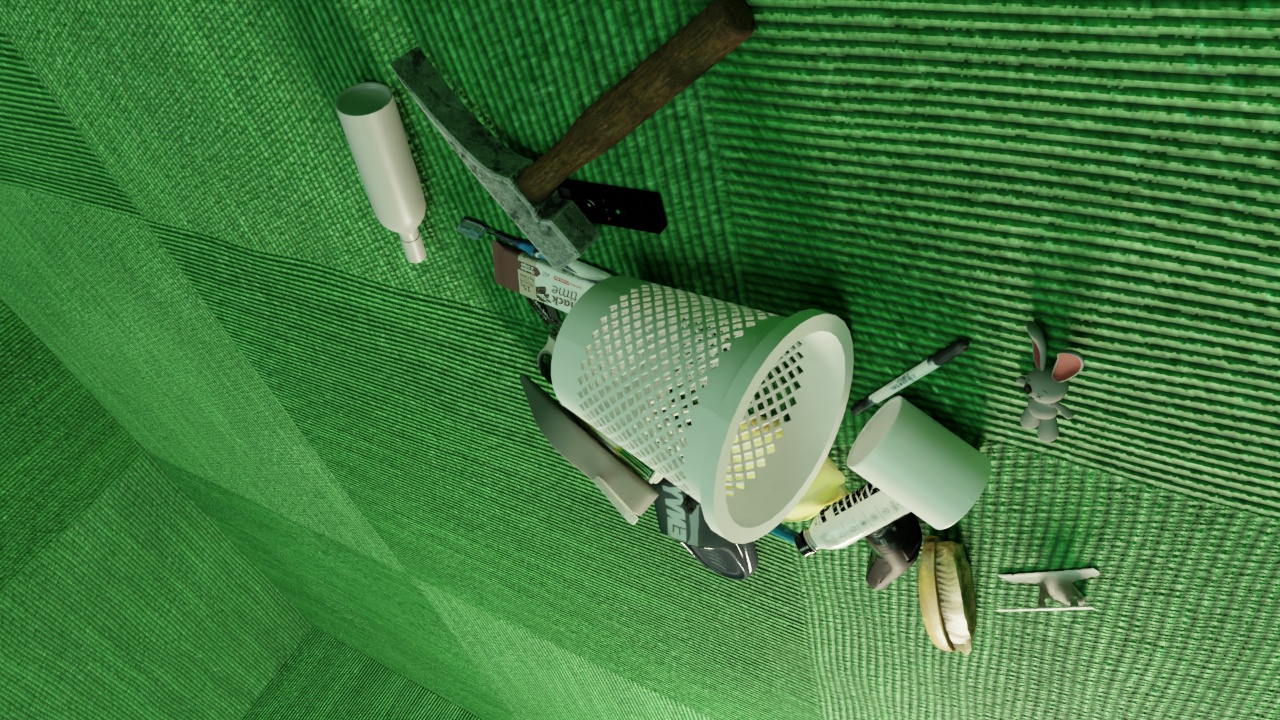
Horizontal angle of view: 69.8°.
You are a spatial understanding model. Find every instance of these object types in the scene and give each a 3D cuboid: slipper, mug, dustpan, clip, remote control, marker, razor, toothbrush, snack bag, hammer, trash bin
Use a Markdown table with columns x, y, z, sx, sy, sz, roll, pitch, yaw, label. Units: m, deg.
| x | y | z | sx | sy | sz | roll | pitch | yaw | label |
| --- | --- | --- | --- | --- | --- | --- | --- | --- | --- |
| 0.059 | 0.183 | 1.050 | 0.111 | 0.083 | 0.268 | 12 | 141 | 36 | slipper |
| 0.231 | 0.087 | 0.786 | 0.090 | 0.073 | 0.110 | 35 | 174 | 0 | mug |
| -0.045 | 0.106 | 0.963 | 0.163 | 0.033 | 0.258 | 42 | 176 | -25 | dustpan |
| 0.381 | 0.219 | 0.846 | 0.102 | 0.057 | 0.052 | -25 | 91 | 55 | clip |
| -0.047 | -0.137 | 0.793 | 0.150 | 0.013 | 0.034 | 15 | 142 | 30 | remote control |
| 0.217 | 0.016 | 0.751 | 0.011 | 0.011 | 0.152 | 37 | 148 | -3 | marker |
| 0.244 | 0.189 | 0.924 | 0.067 | 0.053 | 0.152 | 31 | 155 | 21 | razor |
| 0.113 | 0.163 | 0.939 | 0.144 | 0.042 | 0.022 | 19 | 108 | 10 | razor |
| -0.100 | -0.102 | 0.885 | 0.189 | 0.017 | 0.016 | 23 | 145 | 20 | toothbrush |
| -0.081 | -0.071 | 0.907 | 0.158 | 0.013 | 0.057 | 23 | 138 | 19 | snack bag |
| -0.049 | -0.207 | 0.678 | 0.217 | 0.036 | 0.301 | 50 | 142 | -13 | hammer |
| 0.042 | 0.021 | 0.777 | 0.200 | 0.195 | 0.196 | 25 | 148 | 34 | trash bin |

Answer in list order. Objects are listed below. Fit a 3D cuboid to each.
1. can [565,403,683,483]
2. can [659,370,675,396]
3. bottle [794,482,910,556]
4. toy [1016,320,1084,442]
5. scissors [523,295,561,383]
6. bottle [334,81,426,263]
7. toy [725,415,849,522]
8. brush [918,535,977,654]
| x | y | z | sx | sy | sz | roll | pitch | yaw | label |
| --- | --- | --- | --- | --- | --- | --- | --- | --- | --- |
| -0.011 | 0.064 | 0.939 | 0.121 | 0.067 | 0.067 | 39 | 149 | 10 | can |
| -0.005 | 0.005 | 0.918 | 0.079 | 0.038 | 0.038 | 32 | 148 | 6 | can |
| 0.198 | 0.148 | 0.862 | 0.116 | 0.041 | 0.041 | -35 | 110 | 21 | bottle |
| 0.294 | 0.018 | 0.664 | 0.049 | 0.030 | 0.112 | 47 | 163 | 41 | toy |
| -0.081 | -0.021 | 0.978 | 0.166 | 0.012 | 0.158 | 32 | 141 | 4 | scissors |
| -0.241 | -0.172 | 0.892 | 0.052 | 0.052 | 0.195 | 22 | 146 | 20 | bottle |
| 0.129 | 0.112 | 0.905 | 0.155 | 0.064 | 0.170 | 4 | 145 | 26 | toy |
| 0.307 | 0.237 | 0.913 | 0.043 | 0.059 | 0.195 | 3 | 138 | 28 | brush |
